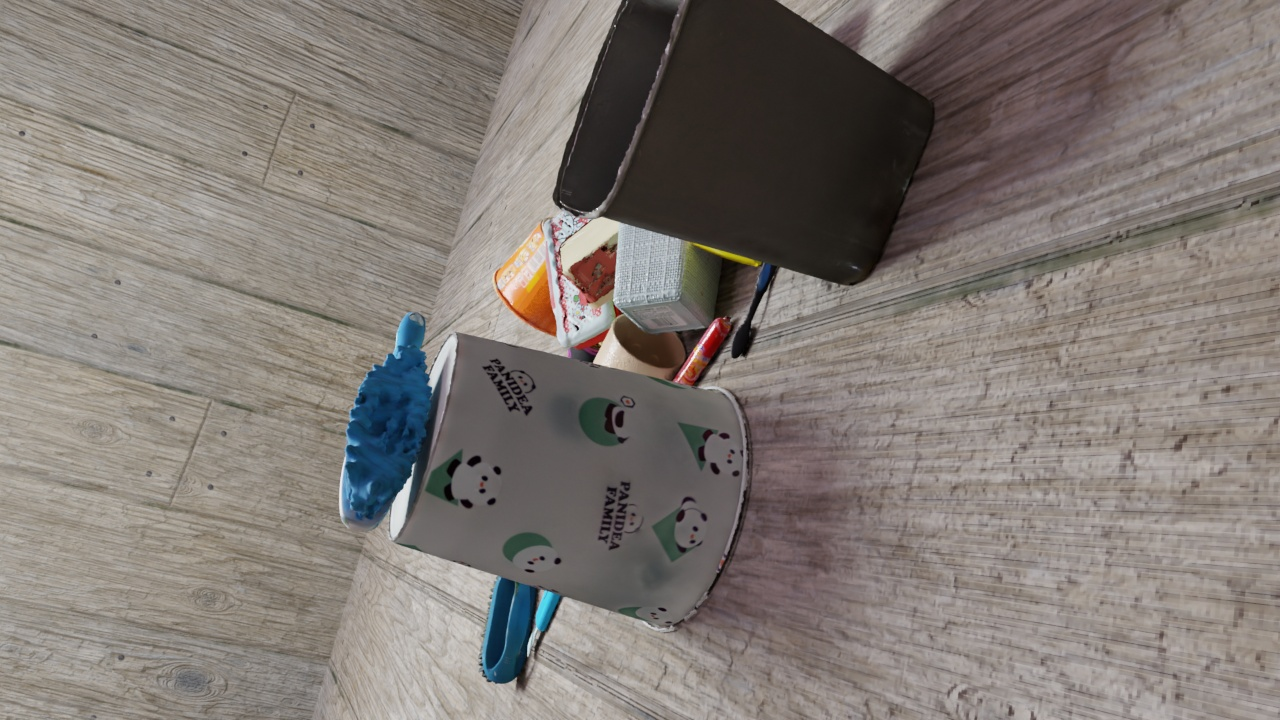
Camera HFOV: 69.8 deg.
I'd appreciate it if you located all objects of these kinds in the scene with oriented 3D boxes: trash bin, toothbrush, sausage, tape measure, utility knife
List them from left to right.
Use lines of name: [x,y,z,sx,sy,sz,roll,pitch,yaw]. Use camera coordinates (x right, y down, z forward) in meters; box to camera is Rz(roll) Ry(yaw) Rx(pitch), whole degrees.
utility knife: [-0.102,0.270,1.082,0.186,0.018,0.034,-68,21,14]
trash bin: [-0.071,0.097,0.806,0.230,0.251,0.229,-54,25,41]
tape measure: [-0.061,-0.011,1.157,0.057,0.057,0.039,-73,9,-48]
sausage: [0.049,0.012,0.906,0.156,0.020,0.020,-58,24,34]
trash bin: [0.075,-0.170,0.701,0.199,0.219,0.199,-141,69,-69]
toothbrush: [0.118,-0.090,0.823,0.016,0.014,0.189,-33,-36,-84]

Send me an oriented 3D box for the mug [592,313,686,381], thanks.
mug: [-0.006,0.006,0.985,0.104,0.084,0.124,-59,-1,34]

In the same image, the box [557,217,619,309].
box: [-0.015,-0.145,1.024,0.168,0.077,0.091,-36,30,13]

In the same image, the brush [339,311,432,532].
brush: [-0.213,0.022,0.805,0.313,0.060,0.110,-90,23,-48]

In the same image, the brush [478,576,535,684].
brush: [-0.160,0.323,1.131,0.074,0.055,0.143,-42,35,55]

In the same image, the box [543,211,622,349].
box: [-0.075,-0.109,1.130,0.087,0.047,0.200,-22,57,18]

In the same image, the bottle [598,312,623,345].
bottle: [-0.039,-0.068,1.154,0.067,0.066,0.149,-53,34,41]

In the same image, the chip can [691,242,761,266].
chip can: [0.111,-0.200,0.848,0.073,0.073,0.216,18,91,70]

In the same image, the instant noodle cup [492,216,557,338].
instant noodle cup: [-0.114,-0.120,1.278,0.112,0.151,0.151,-52,26,26]

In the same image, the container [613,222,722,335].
container: [0.028,-0.093,0.916,0.090,0.090,0.111,-5,65,28]
